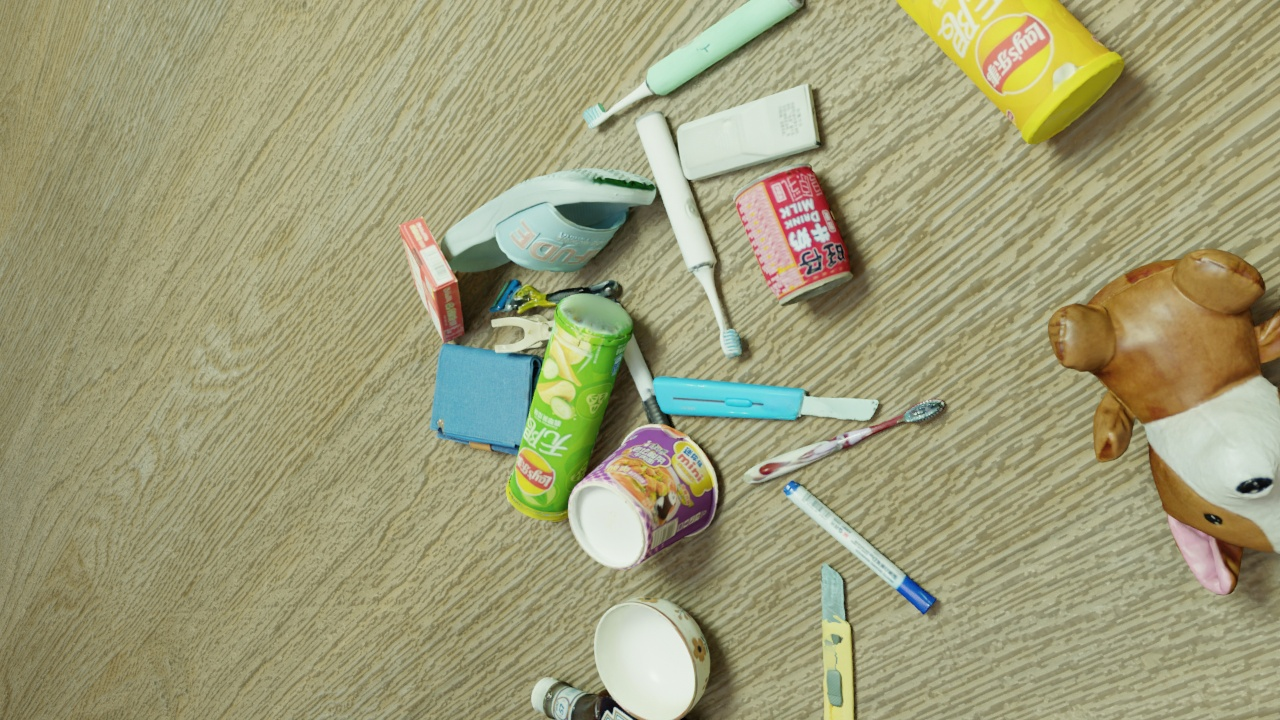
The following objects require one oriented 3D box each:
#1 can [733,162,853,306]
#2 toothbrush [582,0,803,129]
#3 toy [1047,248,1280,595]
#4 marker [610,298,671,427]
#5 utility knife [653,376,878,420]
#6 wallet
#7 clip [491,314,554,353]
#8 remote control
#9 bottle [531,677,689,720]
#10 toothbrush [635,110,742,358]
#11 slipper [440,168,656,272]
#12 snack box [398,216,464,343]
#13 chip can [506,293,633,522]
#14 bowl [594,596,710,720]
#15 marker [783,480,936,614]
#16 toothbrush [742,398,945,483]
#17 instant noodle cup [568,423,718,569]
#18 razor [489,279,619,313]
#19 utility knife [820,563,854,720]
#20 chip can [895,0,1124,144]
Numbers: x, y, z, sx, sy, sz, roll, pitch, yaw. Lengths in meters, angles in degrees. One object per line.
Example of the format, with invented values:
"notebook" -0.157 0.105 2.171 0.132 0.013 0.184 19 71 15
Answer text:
"can" 0.119 -0.096 0.708 0.067 0.066 0.093 -25 82 36
"toothbrush" 0.037 -0.248 0.766 0.225 0.026 0.027 -23 105 36
"toy" 0.343 0.034 0.543 0.140 0.130 0.199 -29 90 29
"marker" -0.005 0.005 0.844 0.023 0.018 0.130 -28 82 29
"utility knife" 0.100 0.034 0.774 0.207 0.018 0.034 2 98 34
"wallet" -0.158 0.040 0.948 0.133 0.040 0.106 7 93 35
"clip" -0.091 -0.031 0.901 0.105 0.080 0.034 -7 92 19
"remote control" 0.085 -0.183 0.744 0.125 0.024 0.049 -9 93 36
"bottle" -0.030 0.357 0.896 0.195 0.044 0.080 7 92 42
"toothbrush" 0.043 -0.106 0.784 0.026 0.026 0.221 -25 82 53
"slipper" -0.093 -0.113 0.837 0.246 0.103 0.074 -16 82 41
"snack box" -0.205 -0.076 0.913 0.075 0.025 0.153 61 165 12
"chip can" -0.067 0.045 0.848 0.072 0.072 0.222 34 122 27
"bowl" 0.019 0.268 0.843 0.114 0.062 0.113 5 99 35
"marker" 0.174 0.148 0.740 0.146 0.016 0.017 40 118 23
"toothbrush" 0.157 0.068 0.738 0.188 0.017 0.016 -27 81 35
"instant noodle cup" -0.004 0.124 0.803 0.112 0.099 0.112 15 116 33
"razor" -0.079 -0.063 0.884 0.143 0.042 0.022 -3 138 32
"utility knife" 0.164 0.265 0.771 0.031 0.020 0.195 1 94 30
"chip can" 0.217 -0.243 0.610 0.072 0.071 0.213 -47 70 32
